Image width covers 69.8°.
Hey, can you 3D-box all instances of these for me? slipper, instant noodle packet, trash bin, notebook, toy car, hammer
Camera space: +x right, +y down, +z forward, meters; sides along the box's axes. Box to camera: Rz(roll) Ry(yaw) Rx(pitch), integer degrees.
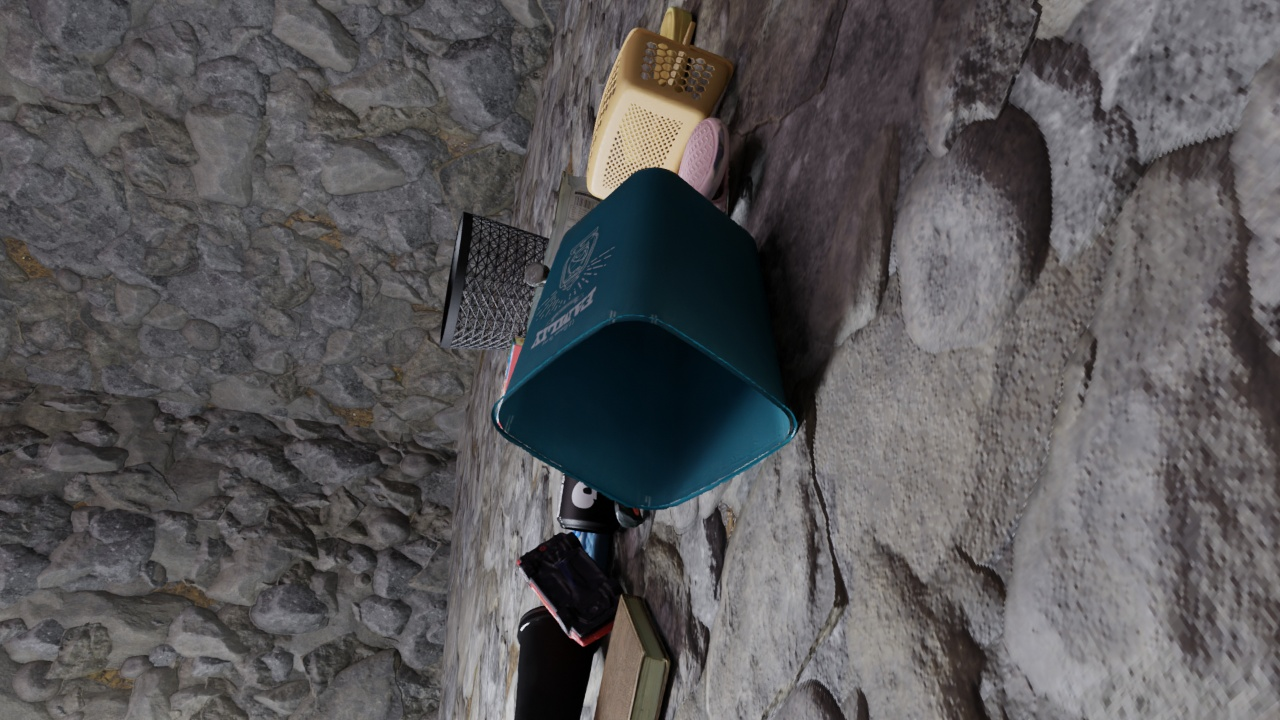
[{"bbox_3d":[0.009,-0.345,1.238,0.099,0.078,0.263,-148,69,-76],"label":"slipper"},{"bbox_3d":[-0.095,-0.138,1.384,0.057,0.146,0.269,-2,73,46],"label":"instant noodle packet"},{"bbox_3d":[0.009,-0.026,0.793,0.197,0.199,0.218,-35,34,35],"label":"trash bin"},{"bbox_3d":[0.065,-0.176,0.968,0.222,0.055,0.106,112,164,-73],"label":"slipper"},{"bbox_3d":[-0.023,0.373,0.992,0.190,0.034,0.215,-139,59,-74],"label":"notebook"},{"bbox_3d":[-0.083,0.274,1.118,0.189,0.081,0.056,32,148,55],"label":"toy car"},{"bbox_3d":[-0.056,0.042,1.116,0.033,0.133,0.332,-25,69,22],"label":"hammer"},{"bbox_3d":[-0.073,0.206,1.242,0.104,0.059,0.213,128,147,-57],"label":"slipper"},{"bbox_3d":[-0.183,-0.108,1.479,0.217,0.243,0.217,-171,91,-75],"label":"trash bin"}]

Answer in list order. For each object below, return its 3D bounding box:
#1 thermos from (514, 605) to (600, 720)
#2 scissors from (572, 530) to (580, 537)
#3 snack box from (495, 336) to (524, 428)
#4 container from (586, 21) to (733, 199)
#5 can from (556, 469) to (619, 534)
[{"bbox_3d":[-0.108,0.404,1.098,0.218,0.106,0.106,-85,13,-51],"label":"thermos"},{"bbox_3d":[-0.092,0.209,1.404,0.130,0.013,0.125,-168,87,-73],"label":"scissors"},{"bbox_3d":[-0.142,0.043,1.433,0.040,0.142,0.145,-113,35,-65],"label":"snack box"},{"bbox_3d":[0.016,-0.282,1.061,0.184,0.129,0.166,115,173,-47],"label":"container"},{"bbox_3d":[-0.058,0.145,1.171,0.080,0.080,0.146,145,135,-70],"label":"can"}]
